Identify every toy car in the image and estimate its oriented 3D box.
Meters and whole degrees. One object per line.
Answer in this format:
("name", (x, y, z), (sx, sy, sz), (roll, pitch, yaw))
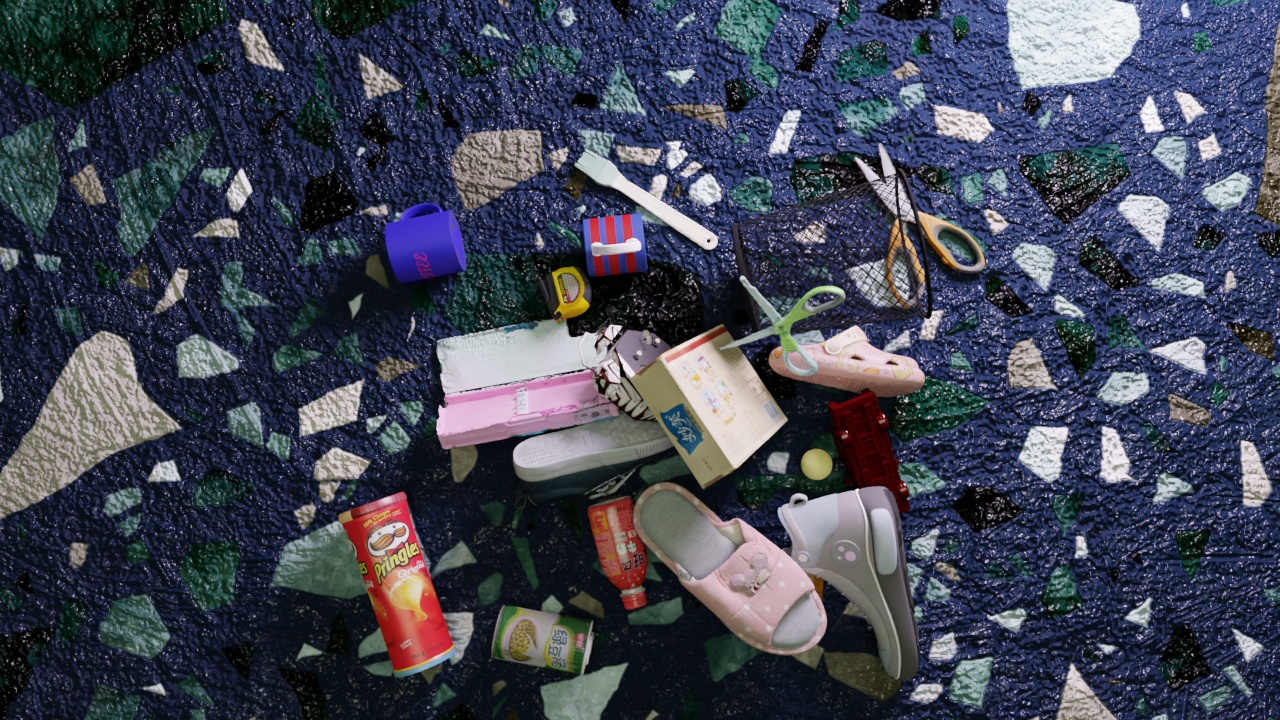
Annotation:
("toy car", (0.287, 0.118, 1.169), (0.070, 0.062, 0.170), (-22, 108, 0))

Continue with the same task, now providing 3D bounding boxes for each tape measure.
("tape measure", (-0.094, -0.088, 1.203), (0.064, 0.037, 0.065), (-27, 73, 4))

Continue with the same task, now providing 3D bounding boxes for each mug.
("mug", (-0.280, -0.160, 1.197), (0.083, 0.079, 0.111), (-12, 58, 0))
("mug", (-0.033, -0.145, 1.170), (0.076, 0.112, 0.075), (-6, 101, 0))

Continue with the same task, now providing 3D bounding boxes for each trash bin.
("trash bin", (0.230, -0.120, 1.129), (0.210, 0.184, 0.184), (-12, 86, 11))

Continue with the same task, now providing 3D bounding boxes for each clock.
("clock", (-0.007, 0.007, 1.143), (0.154, 0.114, 0.065), (25, 131, -23))

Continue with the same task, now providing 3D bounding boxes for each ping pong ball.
("ping pong ball", (0.227, 0.134, 1.183), (0.040, 0.040, 0.040), (0, 86, 1))

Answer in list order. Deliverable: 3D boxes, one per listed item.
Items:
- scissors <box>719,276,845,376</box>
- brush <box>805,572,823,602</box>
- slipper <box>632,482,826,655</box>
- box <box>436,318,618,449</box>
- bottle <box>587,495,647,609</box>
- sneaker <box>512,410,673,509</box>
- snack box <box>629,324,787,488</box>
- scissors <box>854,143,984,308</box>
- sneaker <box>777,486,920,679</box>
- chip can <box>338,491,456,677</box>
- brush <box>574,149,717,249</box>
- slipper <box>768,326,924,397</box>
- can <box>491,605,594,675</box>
("scissors", (0.168, -0.040, 1.089), (0.172, 0.021, 0.173), (-23, 128, 32))
("brush", (0.212, 0.304, 1.183), (0.048, 0.017, 0.126), (5, 86, 1))
("slipper", (0.106, 0.250, 1.105), (0.274, 0.054, 0.114), (38, 84, 8))
("box", (-0.150, 0.030, 1.194), (0.230, 0.062, 0.160), (-10, 58, 0))
("bottle", (-0.023, 0.246, 1.169), (0.062, 0.062, 0.137), (-15, 87, -1))
("sneaker", (-0.051, 0.128, 1.165), (0.235, 0.089, 0.087), (-14, 121, -13))
("snack box", (0.088, 0.049, 1.110), (0.055, 0.206, 0.153), (-35, 86, 28))
("scissors", (0.367, -0.185, 1.215), (0.175, 0.016, 0.225), (-12, 86, -1))
("sneaker", (0.255, 0.283, 1.143), (0.160, 0.093, 0.257), (-8, 104, 14))
("chip can", (-0.305, 0.280, 1.158), (0.087, 0.087, 0.213), (-20, 87, -1))
("brush", (0.010, -0.212, 1.224), (0.217, 0.012, 0.033), (33, 87, 1))
("slipper", (0.265, -0.007, 1.171), (0.197, 0.093, 0.081), (9, 78, 3))
("can", (-0.122, 0.352, 1.159), (0.121, 0.067, 0.067), (10, 86, 2))
